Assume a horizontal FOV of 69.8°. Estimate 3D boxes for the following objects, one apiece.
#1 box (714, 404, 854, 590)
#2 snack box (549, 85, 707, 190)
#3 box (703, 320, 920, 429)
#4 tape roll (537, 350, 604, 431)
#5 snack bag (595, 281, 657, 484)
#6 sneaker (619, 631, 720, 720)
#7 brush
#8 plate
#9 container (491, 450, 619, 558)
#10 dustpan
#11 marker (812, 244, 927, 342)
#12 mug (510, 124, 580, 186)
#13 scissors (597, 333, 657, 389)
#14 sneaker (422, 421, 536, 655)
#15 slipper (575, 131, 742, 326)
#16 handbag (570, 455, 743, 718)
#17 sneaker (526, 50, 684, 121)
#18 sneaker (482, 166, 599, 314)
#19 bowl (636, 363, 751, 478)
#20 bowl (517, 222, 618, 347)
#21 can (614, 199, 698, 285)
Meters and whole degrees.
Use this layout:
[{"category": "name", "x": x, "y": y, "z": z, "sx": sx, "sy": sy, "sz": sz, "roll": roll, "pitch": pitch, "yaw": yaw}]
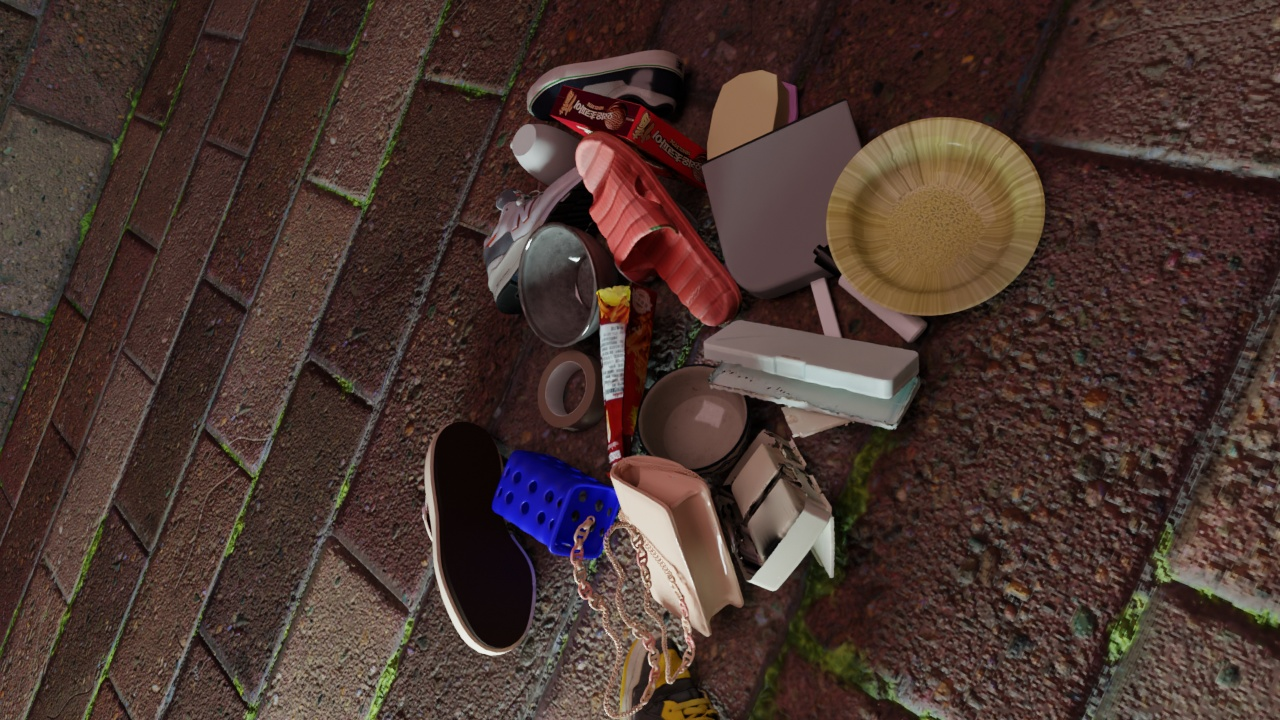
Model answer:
[{"category": "box", "x": 0.157, "y": 0.111, "z": 0.842, "sx": 0.182, "sy": 0.081, "sz": 0.143, "roll": -56, "pitch": 20, "yaw": 18}, {"category": "snack box", "x": -0.003, "y": -0.249, "z": 1.033, "sx": 0.133, "sy": 0.152, "sz": 0.036, "roll": 28, "pitch": 95, "yaw": 42}, {"category": "box", "x": 0.156, "y": 0.003, "z": 0.855, "sx": 0.199, "sy": 0.072, "sz": 0.085, "roll": 12, "pitch": 64, "yaw": 36}, {"category": "tape roll", "x": -0.079, "y": 0.037, "z": 1.091, "sx": 0.094, "sy": 0.030, "sz": 0.093, "roll": -14, "pitch": 68, "yaw": 37}, {"category": "snack bag", "x": -0.026, "y": 0.028, "z": 0.983, "sx": 0.139, "sy": 0.066, "sz": 0.207, "roll": 118, "pitch": 157, "yaw": -78}, {"category": "sneaker", "x": 0.059, "y": 0.360, "z": 0.837, "sx": 0.122, "sy": 0.086, "sz": 0.238, "roll": -29, "pitch": 64, "yaw": 37}, {"category": "brush", "x": 0.113, "y": -0.202, "z": 0.995, "sx": 0.089, "sy": 0.043, "sz": 0.228, "roll": 3, "pitch": 79, "yaw": 41}, {"category": "plate", "x": 0.264, "y": -0.126, "z": 0.831, "sx": 0.185, "sy": 0.036, "sz": 0.184, "roll": -5, "pitch": 76, "yaw": 21}, {"category": "container", "x": -0.096, "y": 0.159, "z": 1.033, "sx": 0.114, "sy": 0.085, "sz": 0.084, "roll": 21, "pitch": 91, "yaw": 43}, {"category": "dustpan", "x": 0.165, "y": -0.113, "z": 0.915, "sx": 0.163, "sy": 0.033, "sz": 0.257, "roll": -20, "pitch": 69, "yaw": 24}, {"category": "marker", "x": 0.211, "y": -0.065, "z": 0.854, "sx": 0.126, "sy": 0.025, "sz": 0.025, "roll": 44, "pitch": 107, "yaw": 18}, {"category": "mug", "x": -0.130, "y": -0.269, "z": 1.189, "sx": 0.107, "sy": 0.089, "sz": 0.071, "roll": 19, "pitch": 89, "yaw": 42}, {"category": "scissors", "x": -0.010, "y": 0.008, "z": 1.050, "sx": 0.135, "sy": 0.019, "sz": 0.130, "roll": -12, "pitch": 73, "yaw": 44}, {"category": "sneaker", "x": -0.215, "y": 0.226, "z": 1.115, "sx": 0.117, "sy": 0.111, "sz": 0.293, "roll": -53, "pitch": 48, "yaw": 44}, {"category": "slipper", "x": 0.005, "y": -0.128, "z": 0.969, "sx": 0.249, "sy": 0.059, "sz": 0.104, "roll": 51, "pitch": 150, "yaw": 1}, {"category": "handbag", "x": -0.015, "y": 0.187, "z": 0.848, "sx": 0.117, "sy": 0.186, "sz": 0.199, "roll": 14, "pitch": 129, "yaw": 51}, {"category": "sneaker", "x": -0.054, "y": -0.320, "z": 1.148, "sx": 0.236, "sy": 0.084, "sz": 0.079, "roll": -1, "pitch": 76, "yaw": 36}, {"category": "sneaker", "x": -0.131, "y": -0.182, "z": 1.164, "sx": 0.240, "sy": 0.088, "sz": 0.124, "roll": -50, "pitch": 54, "yaw": 22}, {"category": "bowl", "x": 0.060, "y": 0.068, "z": 0.933, "sx": 0.116, "sy": 0.059, "sz": 0.115, "roll": -8, "pitch": 62, "yaw": 16}, {"category": "bowl", "x": -0.076, "y": -0.091, "z": 1.088, "sx": 0.145, "sy": 0.067, "sz": 0.145, "roll": 10, "pitch": 104, "yaw": 45}, {"category": "can", "x": 0.017, "y": -0.134, "z": 1.048, "sx": 0.097, "sy": 0.054, "sz": 0.054, "roll": -46, "pitch": 52, "yaw": 20}]
